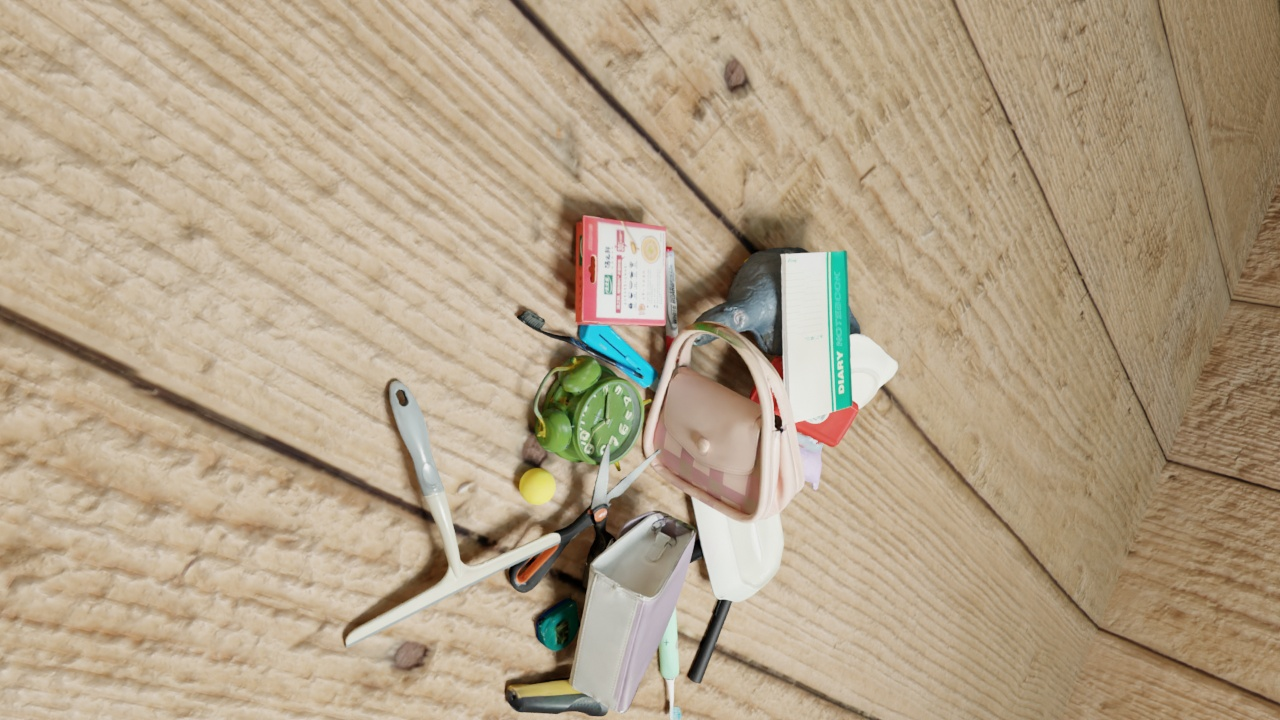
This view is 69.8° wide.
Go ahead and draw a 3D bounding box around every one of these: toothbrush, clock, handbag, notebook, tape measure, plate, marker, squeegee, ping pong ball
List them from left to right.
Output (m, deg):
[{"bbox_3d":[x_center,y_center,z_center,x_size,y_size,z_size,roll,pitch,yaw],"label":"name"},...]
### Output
[{"bbox_3d":[-0.205,0.136,0.912,0.246,0.039,0.247,-22,112,-27],"label":"squeegee"},{"bbox_3d":[-0.114,0.139,1.014,0.040,0.040,0.040,-15,113,-41],"label":"ping pong ball"},{"bbox_3d":[-0.097,0.319,1.099,0.058,0.025,0.054,-25,118,-36],"label":"tape measure"},{"bbox_3d":[-0.061,-0.015,1.020,0.189,0.014,0.016,27,105,-38],"label":"toothbrush"},{"bbox_3d":[-0.061,0.058,1.030,0.161,0.056,0.116,30,80,-45],"label":"clock"},{"bbox_3d":[-0.011,0.293,1.091,0.144,0.098,0.197,-36,146,-51],"label":"handbag"},{"bbox_3d":[0.039,0.403,1.256,0.026,0.027,0.225,-64,153,-67],"label":"toothbrush"},{"bbox_3d":[0.036,-0.066,1.113,0.017,0.017,0.145,-22,117,-38],"label":"marker"},{"bbox_3d":[0.093,0.255,1.265,0.212,0.026,0.027,-13,146,-43],"label":"toothbrush"},{"bbox_3d":[0.101,0.400,1.321,0.022,0.020,0.132,26,84,-29],"label":"marker"},{"bbox_3d":[0.095,0.058,1.067,0.093,0.193,0.235,-29,132,-36],"label":"handbag"},{"bbox_3d":[0.144,0.212,1.267,0.161,0.034,0.266,-30,115,-41],"label":"plate"},{"bbox_3d":[0.225,-0.033,1.165,0.150,0.012,0.209,-10,100,-46],"label":"notebook"},{"bbox_3d":[0.283,0.039,1.308,0.165,0.034,0.163,-38,140,22],"label":"plate"}]

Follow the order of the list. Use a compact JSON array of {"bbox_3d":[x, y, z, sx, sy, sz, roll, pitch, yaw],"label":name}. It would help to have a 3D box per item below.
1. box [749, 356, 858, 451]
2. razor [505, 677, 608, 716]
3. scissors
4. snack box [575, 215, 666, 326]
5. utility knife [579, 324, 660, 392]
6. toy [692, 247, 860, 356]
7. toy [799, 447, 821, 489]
[{"bbox_3d":[0.190,0.059,1.236,0.201,0.100,0.112,26,95,-44],"label":"box"},{"bbox_3d":[-0.090,0.403,1.120,0.167,0.062,0.067,13,63,-40],"label":"razor"},{"bbox_3d":[-0.060,0.195,1.059,0.230,0.022,0.221,-29,137,-20],"label":"scissors"},{"bbox_3d":[-0.030,-0.095,1.007,0.126,0.044,0.113,0,91,-44],"label":"snack box"},{"bbox_3d":[-0.006,0.006,1.095,0.209,0.018,0.034,41,73,-45],"label":"utility knife"},{"bbox_3d":[0.187,-0.079,1.198,0.355,0.092,0.138,-8,99,-45],"label":"toy"},{"bbox_3d":[0.236,0.145,1.359,0.108,0.039,0.083,15,78,-41],"label":"toy"}]
